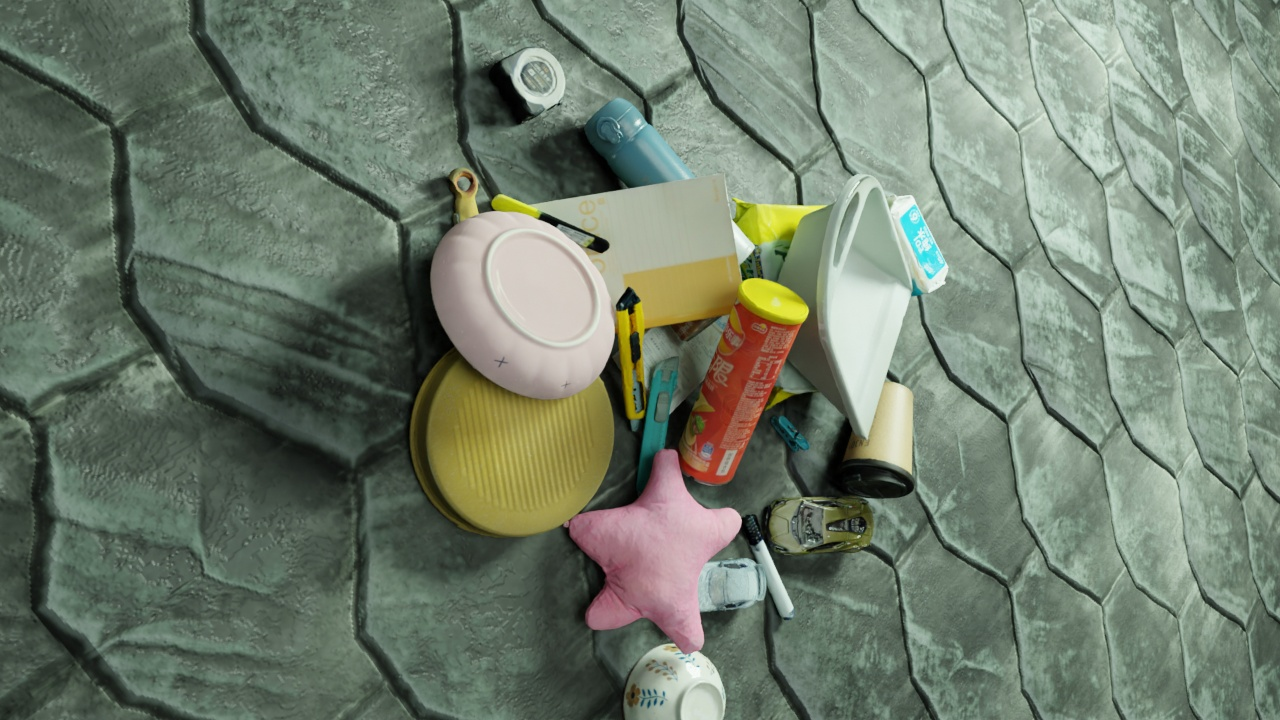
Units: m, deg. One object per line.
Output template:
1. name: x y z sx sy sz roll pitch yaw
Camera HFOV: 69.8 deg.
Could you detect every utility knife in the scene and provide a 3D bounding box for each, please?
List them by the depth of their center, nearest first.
1. utility knife: -0.005 0.005 0.926 0.033 0.015 0.174 -32 132 -36
2. utility knife: 0.017 0.073 0.959 0.029 0.013 0.160 7 95 -17

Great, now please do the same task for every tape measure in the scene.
1. tape measure: -0.111 -0.283 0.935 0.065 0.034 0.066 -37 105 -30

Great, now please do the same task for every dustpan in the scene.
1. dustpan: 0.246 -0.070 1.000 0.257 0.143 0.222 34 66 -26

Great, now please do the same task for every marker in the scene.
1. marker: -0.088 -0.136 0.912 0.124 0.018 0.015 22 34 -4
2. marker: 0.146 0.234 1.040 0.022 0.018 0.131 -27 98 -15

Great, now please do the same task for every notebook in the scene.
1. notebook: -0.005 -0.103 0.928 0.206 0.010 0.146 -9 88 -2

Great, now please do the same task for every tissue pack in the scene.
1. tissue pack: 0.322 -0.141 1.175 0.063 0.090 0.140 -40 106 -33

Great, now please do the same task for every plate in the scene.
1. plate: -0.096 -0.059 0.838 0.192 0.039 0.192 21 53 -31

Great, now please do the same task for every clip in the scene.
1. clip: 0.176 0.086 1.083 0.057 0.046 0.014 47 63 -15

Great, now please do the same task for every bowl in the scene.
1. bowl: 0.045 0.348 0.929 0.113 0.062 0.113 7 79 -35

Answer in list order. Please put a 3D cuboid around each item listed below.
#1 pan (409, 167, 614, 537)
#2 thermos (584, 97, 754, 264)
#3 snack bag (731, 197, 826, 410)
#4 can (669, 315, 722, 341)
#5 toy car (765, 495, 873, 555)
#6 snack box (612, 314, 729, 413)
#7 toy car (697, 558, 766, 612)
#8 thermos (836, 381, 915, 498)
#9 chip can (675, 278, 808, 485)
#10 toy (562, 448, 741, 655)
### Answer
1. pan: -0.135 -0.010 0.870 0.197 0.078 0.357 -10 95 -32
2. thermos: 0.029 -0.182 0.982 0.220 0.070 0.070 48 60 -10
3. snack bag: 0.186 -0.071 1.085 0.157 0.068 0.246 -6 86 -35
4. can: 0.025 -0.093 0.964 0.057 0.058 0.147 -36 88 -33
5. toy car: 0.213 0.195 1.081 0.158 0.042 0.070 3 81 -31
6. snack box: 0.047 -0.017 1.006 0.156 0.027 0.085 -44 107 -31
7. toy car: 0.082 0.242 0.986 0.120 0.037 0.054 3 81 -31
8. thermos: 0.294 0.101 1.125 0.093 0.093 0.143 32 58 -26
9. chip can: 0.099 0.026 0.932 0.073 0.073 0.217 -6 128 -35
10. toy: 0.009 0.183 0.921 0.178 0.075 0.194 23 74 -14
